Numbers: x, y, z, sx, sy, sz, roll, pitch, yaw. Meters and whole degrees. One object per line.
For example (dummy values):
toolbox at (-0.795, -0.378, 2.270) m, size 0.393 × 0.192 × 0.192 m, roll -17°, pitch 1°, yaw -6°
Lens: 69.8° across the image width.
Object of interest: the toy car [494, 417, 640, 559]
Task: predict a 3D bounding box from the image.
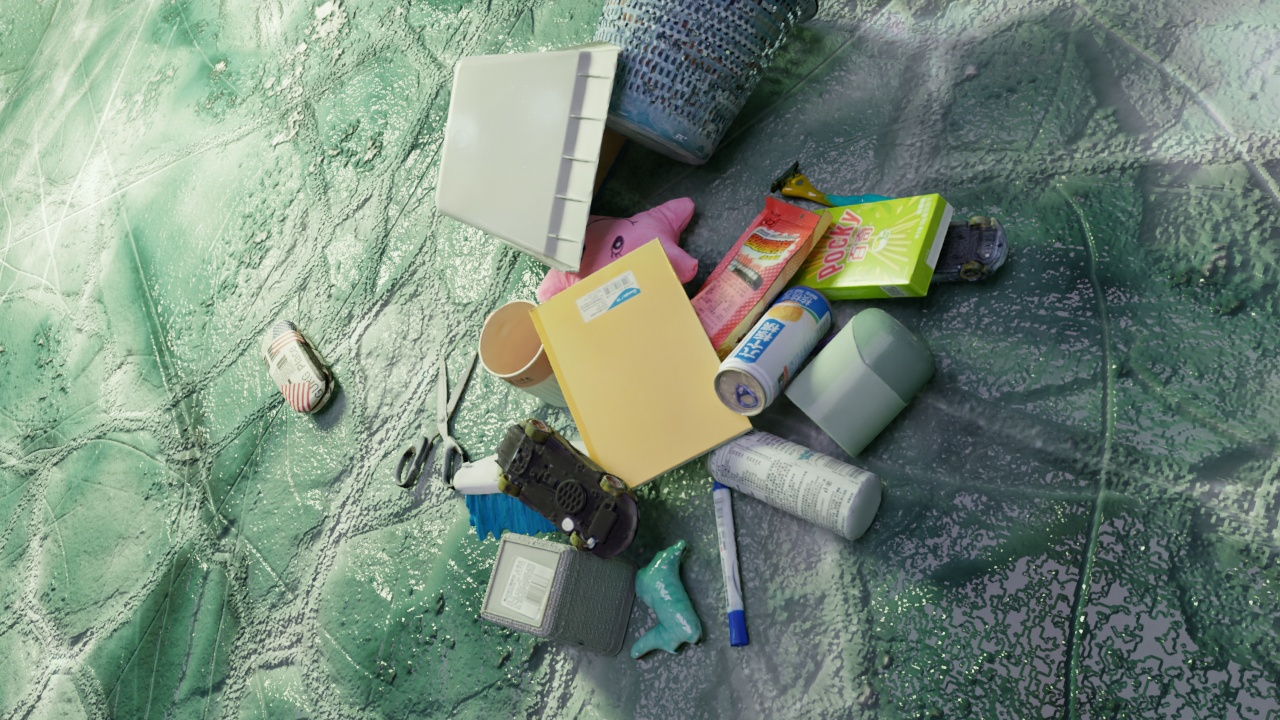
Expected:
toy car at (-0.064, 0.111, 0.803) m, size 0.158 × 0.042 × 0.070 m, roll 35°, pitch 104°, yaw 24°

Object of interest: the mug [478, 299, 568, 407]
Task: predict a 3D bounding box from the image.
mug at (-0.111, -0.011, 0.949) m, size 0.114 × 0.106 × 0.081 m, roll 33°, pitch 89°, yaw 37°

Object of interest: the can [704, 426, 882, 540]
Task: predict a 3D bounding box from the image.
can at (0.129, 0.100, 0.785) m, size 0.147 × 0.058 × 0.058 m, roll 20°, pitch 81°, yaw 36°

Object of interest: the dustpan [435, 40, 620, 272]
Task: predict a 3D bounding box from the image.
dustpan at (-0.114, -0.225, 0.989) m, size 0.258 × 0.142 × 0.223 m, roll 17°, pitch 101°, yaw 28°

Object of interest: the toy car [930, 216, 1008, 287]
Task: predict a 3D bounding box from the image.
toy car at (0.258, -0.093, 0.799) m, size 0.121 × 0.036 × 0.054 m, roll -1°, pitch 65°, yaw 40°

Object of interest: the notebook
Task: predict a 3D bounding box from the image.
notebook at (-0.005, 0.005, 0.834) m, size 0.146 × 0.010 × 0.206 m, roll -29°, pitch 68°, yaw 9°

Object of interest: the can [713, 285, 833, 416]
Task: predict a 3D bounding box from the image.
can at (0.117, -0.010, 0.799) m, size 0.053 × 0.053 × 0.134 m, roll 11°, pitch 40°, yaw 34°

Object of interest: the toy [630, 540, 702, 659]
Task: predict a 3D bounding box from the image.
toy at (0.020, 0.221, 0.818) m, size 0.097 × 0.030 × 0.092 m, roll -41°, pitch 52°, yaw 17°

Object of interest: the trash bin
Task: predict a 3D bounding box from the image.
trash bin at (0.038, -0.318, 0.942) m, size 0.227 × 0.226 × 0.195 m, roll 31°, pitch 100°, yaw 37°

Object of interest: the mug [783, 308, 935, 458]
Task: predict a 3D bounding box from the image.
mug at (0.183, 0.012, 0.784) m, size 0.106 × 0.082 × 0.111 m, roll -48°, pitch 22°, yaw 5°

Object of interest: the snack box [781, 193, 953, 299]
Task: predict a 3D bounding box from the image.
snack box at (0.196, -0.097, 0.815) m, size 0.157 × 0.026 × 0.085 m, roll 4°, pitch 70°, yaw 56°

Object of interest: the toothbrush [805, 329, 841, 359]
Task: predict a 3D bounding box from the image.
toothbrush at (0.112, 0.016, 0.861) m, size 0.189 × 0.014 × 0.016 m, roll -30°, pitch 33°, yaw 16°

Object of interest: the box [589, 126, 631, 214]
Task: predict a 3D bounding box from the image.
box at (-0.075, -0.236, 1.055) m, size 0.090 × 0.060 × 0.184 m, roll 27°, pitch 87°, yaw 37°

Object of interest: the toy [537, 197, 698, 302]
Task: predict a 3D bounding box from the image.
toy at (-0.022, -0.098, 0.945) m, size 0.195 × 0.074 × 0.178 m, roll -1°, pitch 51°, yaw 36°

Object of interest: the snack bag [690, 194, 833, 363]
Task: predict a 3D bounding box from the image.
snack bag at (0.088, -0.066, 0.871) m, size 0.208 × 0.073 × 0.128 m, roll -50°, pitch 23°, yaw 3°

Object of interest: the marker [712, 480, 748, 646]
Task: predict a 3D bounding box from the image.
marker at (0.079, 0.176, 0.809) m, size 0.017 × 0.017 × 0.145 m, roll -17°, pitch 62°, yaw 24°

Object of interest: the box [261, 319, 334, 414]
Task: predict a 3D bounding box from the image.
box at (-0.443, 0.009, 1.189) m, size 0.070 × 0.055 × 0.164 m, roll -38°, pitch 55°, yaw -6°

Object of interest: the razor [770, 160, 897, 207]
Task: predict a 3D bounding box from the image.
razor at (0.189, -0.160, 0.879) m, size 0.133 × 0.028 × 0.043 m, roll 23°, pitch 51°, yaw 39°

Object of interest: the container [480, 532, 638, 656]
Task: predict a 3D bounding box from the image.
container at (-0.074, 0.209, 0.827) m, size 0.090 × 0.114 × 0.090 m, roll 4°, pitch 71°, yaw 33°

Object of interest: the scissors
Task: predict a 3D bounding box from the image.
scissors at (-0.225, 0.074, 1.041) m, size 0.178 × 0.014 × 0.159 m, roll -47°, pitch 53°, yaw 4°

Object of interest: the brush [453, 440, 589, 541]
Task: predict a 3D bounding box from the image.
brush at (-0.030, 0.093, 0.862) m, size 0.315 × 0.109 × 0.060 m, roll -12°, pitch 37°, yaw 8°
